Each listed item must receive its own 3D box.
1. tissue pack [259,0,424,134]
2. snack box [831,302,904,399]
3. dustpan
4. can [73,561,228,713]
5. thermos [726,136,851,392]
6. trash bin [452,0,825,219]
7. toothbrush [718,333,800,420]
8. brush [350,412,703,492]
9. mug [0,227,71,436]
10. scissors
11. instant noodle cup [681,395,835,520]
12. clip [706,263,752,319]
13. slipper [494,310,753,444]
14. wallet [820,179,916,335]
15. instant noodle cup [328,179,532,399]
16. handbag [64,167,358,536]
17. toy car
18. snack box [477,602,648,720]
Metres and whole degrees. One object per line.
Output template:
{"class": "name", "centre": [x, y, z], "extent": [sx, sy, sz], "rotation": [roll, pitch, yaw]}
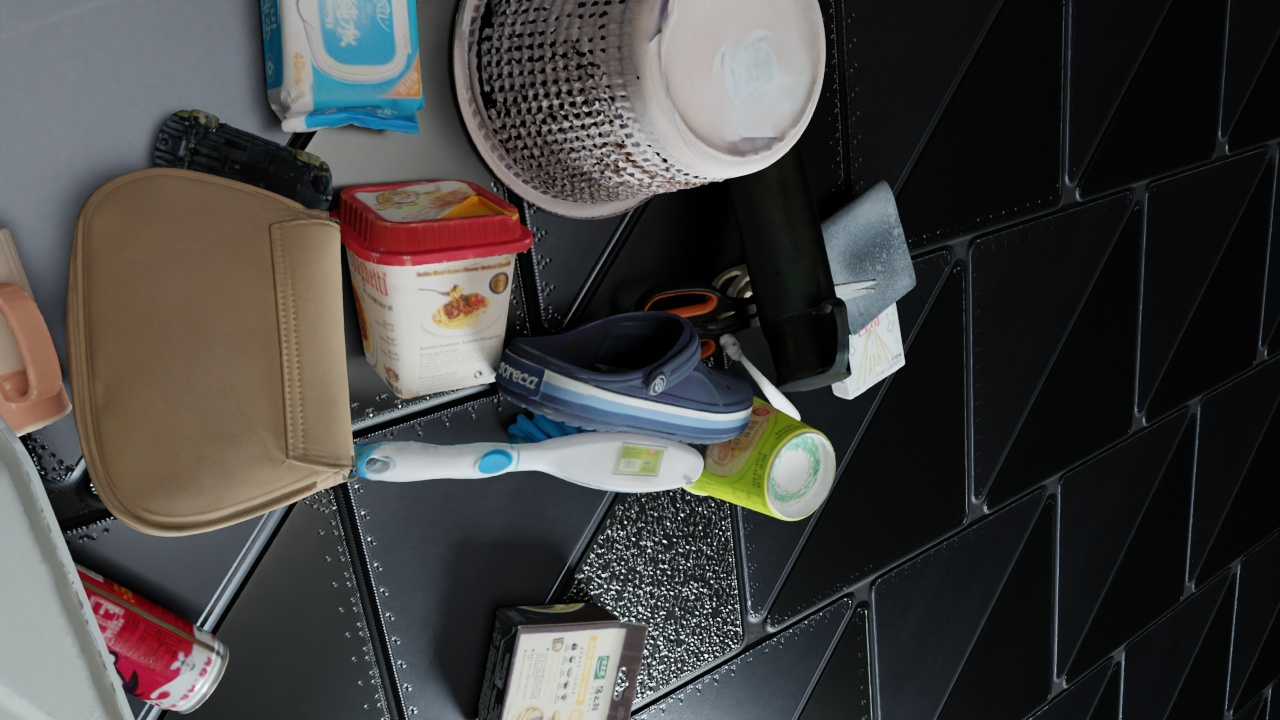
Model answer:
{"class": "tissue pack", "centre": [-0.187, -0.215, 0.578], "extent": [0.089, 0.063, 0.140], "rotation": [-9, 106, -32]}
{"class": "snack box", "centre": [0.216, -0.048, 0.914], "extent": [0.084, 0.027, 0.157], "rotation": [-28, 116, -26]}
{"class": "dustpan", "centre": [-0.400, 0.121, 0.483], "extent": [0.223, 0.142, 0.258], "rotation": [-7, 135, 1]}
{"class": "can", "centre": [-0.332, 0.174, 0.580], "extent": [0.053, 0.053, 0.133], "rotation": [-53, 124, -12]}
{"class": "thermos", "centre": [0.121, -0.101, 0.734], "extent": [0.068, 0.090, 0.242], "rotation": [-5, 76, -25]}
{"class": "trash bin", "centre": [0.011, -0.206, 0.637], "extent": [0.227, 0.192, 0.227], "rotation": [-9, 106, -32]}
{"class": "toothbrush", "centre": [0.114, 0.023, 0.842], "extent": [0.016, 0.016, 0.180], "rotation": [-32, 142, 12]}
{"class": "brush", "centre": [-0.079, 0.067, 0.693], "extent": [0.314, 0.109, 0.060], "rotation": [9, 103, -33]}
{"class": "mug", "centre": [-0.354, -0.012, 0.486], "extent": [0.081, 0.115, 0.106], "rotation": [-34, 120, -57]}
{"class": "scissors", "centre": [0.098, -0.033, 0.800], "extent": [0.234, 0.021, 0.139], "rotation": [5, 126, -25]}
{"class": "instant noodle cup", "centre": [0.103, 0.083, 0.809], "extent": [0.111, 0.123, 0.112], "rotation": [-8, 106, -32]}
{"class": "clip", "centre": [0.102, -0.077, 0.826], "extent": [0.100, 0.035, 0.074], "rotation": [-52, 123, -16]}
{"class": "slipper", "centre": [-0.004, 0.004, 0.696], "extent": [0.252, 0.105, 0.095], "rotation": [8, 105, -50]}
{"class": "wallet", "centre": [0.214, -0.097, 0.873], "extent": [0.097, 0.019, 0.121], "rotation": [-36, 118, -20]}
{"class": "instant noodle cup", "centre": [-0.143, -0.050, 0.626], "extent": [0.116, 0.116, 0.124], "rotation": [-12, 120, -32]}
{"class": "handbag", "centre": [-0.247, -0.003, 0.534], "extent": [0.147, 0.100, 0.204], "rotation": [-2, 82, -28]}
{"class": "toy car", "centre": [-0.248, -0.120, 0.579], "extent": [0.105, 0.031, 0.049], "rotation": [18, 91, -34]}
{"class": "snack box", "centre": [-0.067, 0.270, 0.783], "extent": [0.125, 0.053, 0.113], "rotation": [8, 96, -36]}
